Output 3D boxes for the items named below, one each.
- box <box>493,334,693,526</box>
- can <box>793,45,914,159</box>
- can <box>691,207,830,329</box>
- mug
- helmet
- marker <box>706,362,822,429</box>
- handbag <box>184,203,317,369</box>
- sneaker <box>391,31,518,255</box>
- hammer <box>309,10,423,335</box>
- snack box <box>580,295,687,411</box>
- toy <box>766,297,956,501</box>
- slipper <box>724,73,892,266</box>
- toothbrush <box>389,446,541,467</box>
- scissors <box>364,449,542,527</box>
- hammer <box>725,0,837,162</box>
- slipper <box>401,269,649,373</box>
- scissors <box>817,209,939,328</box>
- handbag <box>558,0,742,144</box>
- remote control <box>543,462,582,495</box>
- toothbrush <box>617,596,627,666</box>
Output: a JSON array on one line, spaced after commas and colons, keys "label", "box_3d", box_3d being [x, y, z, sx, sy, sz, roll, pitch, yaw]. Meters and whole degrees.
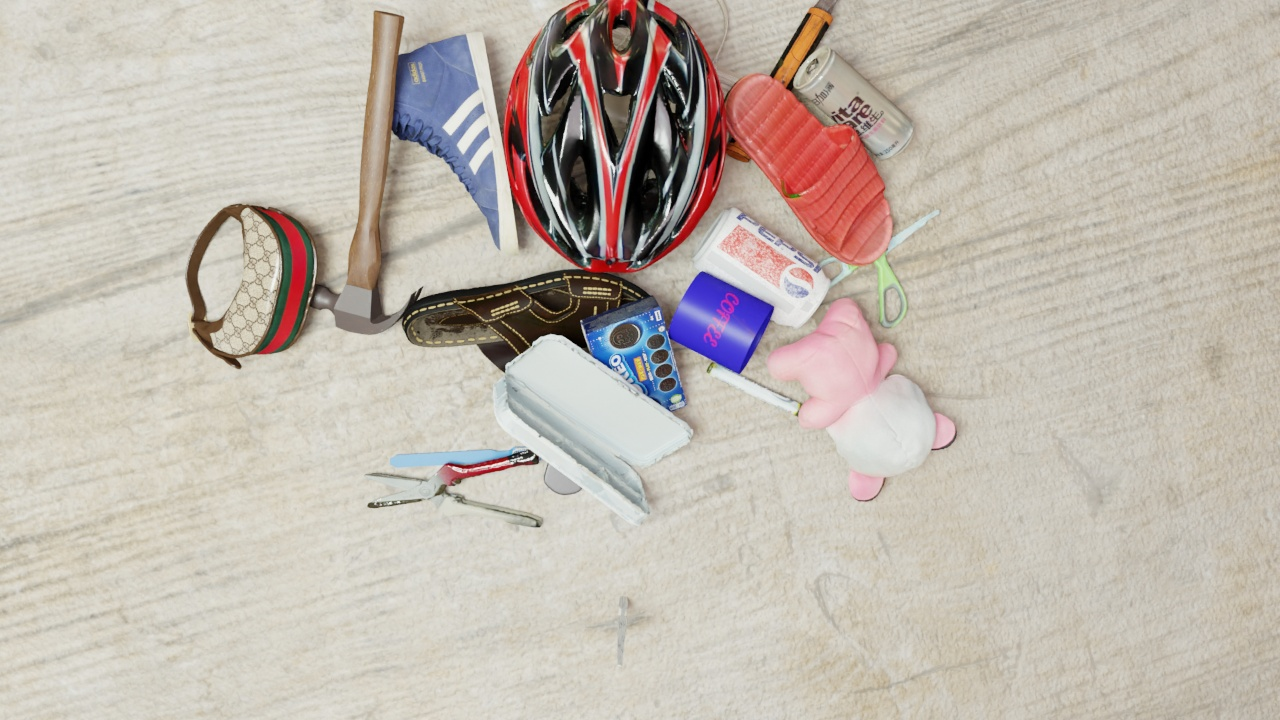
[{"label": "box", "box_3d": [-0.040, 0.056, 0.944, 0.125, 0.106, 0.215, -45, 118, 8]}, {"label": "can", "box_3d": [0.230, -0.273, 0.982, 0.135, 0.054, 0.054, 32, 90, -23]}, {"label": "can", "box_3d": [0.129, -0.098, 0.987, 0.136, 0.078, 0.078, 33, 90, -6]}, {"label": "mug", "box_3d": [0.087, -0.039, 0.971, 0.083, 0.111, 0.079, 28, 92, 11]}, {"label": "helmet", "box_3d": [-0.023, -0.220, 0.881, 0.217, 0.167, 0.272, 2, 98, -2]}, {"label": "marker", "box_3d": [0.142, 0.039, 1.027, 0.146, 0.017, 0.017, 25, 91, -6]}, {"label": "handbag", "box_3d": [-0.410, -0.078, 0.947, 0.138, 0.063, 0.166, 23, 102, 21]}, {"label": "sneaker", "box_3d": [-0.203, -0.216, 0.945, 0.118, 0.091, 0.233, -10, 93, -9]}, {"label": "hammer", "box_3d": [-0.266, -0.178, 0.918, 0.115, 0.033, 0.323, 15, 112, 4]}, {"label": "snack box", "box_3d": [-0.006, 0.006, 0.966, 0.082, 0.027, 0.150, -22, 132, -4]}, {"label": "toy", "box_3d": [0.241, 0.044, 0.994, 0.142, 0.084, 0.213, -38, 106, -10]}, {"label": "slipper", "box_3d": [0.190, -0.204, 0.971, 0.103, 0.059, 0.249, -47, 107, -7]}, {"label": "toothbrush", "box_3d": [-0.190, 0.106, 1.003, 0.166, 0.014, 0.016, -3, 93, -4]}, {"label": "scissors", "box_3d": [-0.191, 0.141, 0.999, 0.179, 0.015, 0.187, 43, 102, -14]}, {"label": "hammer", "box_3d": [0.174, -0.363, 0.998, 0.138, 0.035, 0.314, 31, 91, -8]}, {"label": "slipper", "box_3d": [-0.113, -0.033, 0.959, 0.268, 0.113, 0.075, -5, 63, -3]}, {"label": "scissors", "box_3d": [0.261, -0.120, 1.029, 0.168, 0.023, 0.171, -6, 90, 1]}, {"label": "handbag", "box_3d": [0.031, -0.320, 0.987, 0.175, 0.062, 0.197, 21, 83, -6]}, {"label": "remote control", "box_3d": [-0.072, 0.089, 1.015, 0.046, 0.009, 0.124, 16, 92, -6]}, {"label": "toothbrush", "box_3d": [-0.020, 0.280, 0.944, 0.010, 0.181, 0.010, 6, 95, 0]}]
